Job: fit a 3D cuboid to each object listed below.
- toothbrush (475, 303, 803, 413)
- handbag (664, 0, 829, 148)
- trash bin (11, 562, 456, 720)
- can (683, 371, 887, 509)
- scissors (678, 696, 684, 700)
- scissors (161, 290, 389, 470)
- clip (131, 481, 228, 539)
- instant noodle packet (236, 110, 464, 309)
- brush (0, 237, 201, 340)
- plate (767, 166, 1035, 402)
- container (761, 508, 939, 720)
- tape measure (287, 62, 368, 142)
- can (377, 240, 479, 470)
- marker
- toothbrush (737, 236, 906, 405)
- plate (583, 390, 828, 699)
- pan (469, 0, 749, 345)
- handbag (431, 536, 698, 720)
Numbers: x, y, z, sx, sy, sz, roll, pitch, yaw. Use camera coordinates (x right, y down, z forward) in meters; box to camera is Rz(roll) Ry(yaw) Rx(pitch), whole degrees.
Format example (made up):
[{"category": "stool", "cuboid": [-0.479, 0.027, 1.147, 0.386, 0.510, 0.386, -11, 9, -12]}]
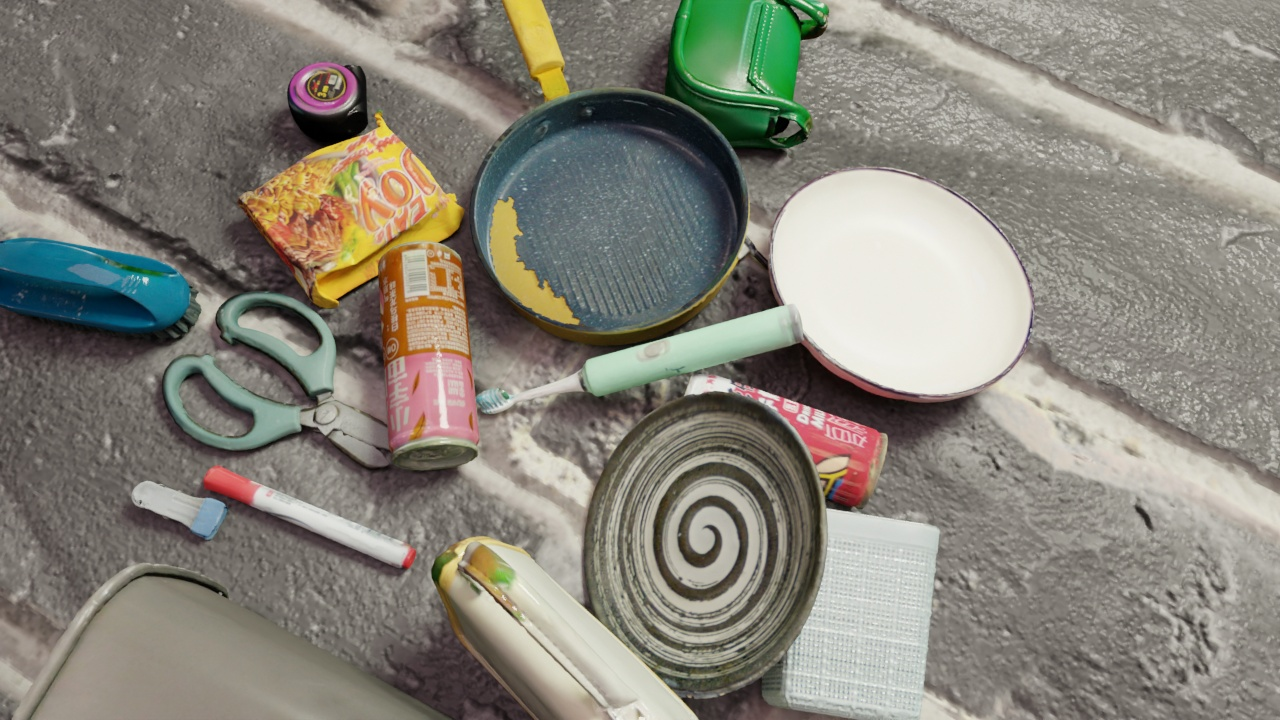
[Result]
[{"category": "toothbrush", "cuboid": [-0.004, 0.004, 0.605, 0.225, 0.027, 0.026, -15, 49, 12]}, {"category": "handbag", "cuboid": [0.081, -0.234, 0.712, 0.120, 0.068, 0.131, 10, 68, 0]}, {"category": "trash bin", "cuboid": [-0.179, 0.236, 0.452, 0.220, 0.199, 0.198, 23, 70, -1]}, {"category": "can", "cuboid": [0.090, 0.051, 0.604, 0.133, 0.053, 0.053, 19, 68, 5]}, {"category": "scissors", "cuboid": [0.019, 0.222, 0.554, 0.172, 0.012, 0.132, -31, 71, -15]}, {"category": "scissors", "cuboid": [-0.228, 0.012, 0.624, 0.180, 0.019, 0.143, 19, 68, 7]}, {"category": "clip", "cuboid": [-0.296, 0.095, 0.589, 0.057, 0.032, 0.025, 21, 70, -2]}, {"category": "instant noodle packet", "cuboid": [-0.207, -0.111, 0.663, 0.128, 0.044, 0.111, -37, 78, -16]}, {"category": "brush", "cuboid": [-0.375, -0.052, 0.614, 0.144, 0.074, 0.055, 11, 72, 1]}, {"category": "plate", "cuboid": [0.178, -0.051, 0.648, 0.192, 0.039, 0.192, 5, 60, -8]}, {"category": "container", "cuboid": [0.121, 0.153, 0.546, 0.090, 0.090, 0.111, 9, 70, 1]}, {"category": "tape measure", "cuboid": [-0.237, -0.195, 0.698, 0.058, 0.039, 0.057, -7, 68, -11]}, {"category": "can", "cuboid": [-0.142, -0.004, 0.613, 0.058, 0.058, 0.147, -7, 68, -6]}, {"category": "marker", "cuboid": [-0.212, 0.101, 0.590, 0.145, 0.017, 0.017, 21, 68, 6]}, {"category": "toothbrush", "cuboid": [0.123, -0.032, 0.661, 0.018, 0.016, 0.181, -41, 74, -11]}, {"category": "plate", "cuboid": [0.037, 0.107, 0.548, 0.180, 0.024, 0.179, -18, 62, 37]}, {"category": "pan", "cuboid": [-0.053, -0.179, 0.671, 0.197, 0.078, 0.357, -22, 70, -7]}, {"category": "handbag", "cuboid": [-0.039, 0.155, 0.483, 0.163, 0.179, 0.063, 38, 65, 23]}]
